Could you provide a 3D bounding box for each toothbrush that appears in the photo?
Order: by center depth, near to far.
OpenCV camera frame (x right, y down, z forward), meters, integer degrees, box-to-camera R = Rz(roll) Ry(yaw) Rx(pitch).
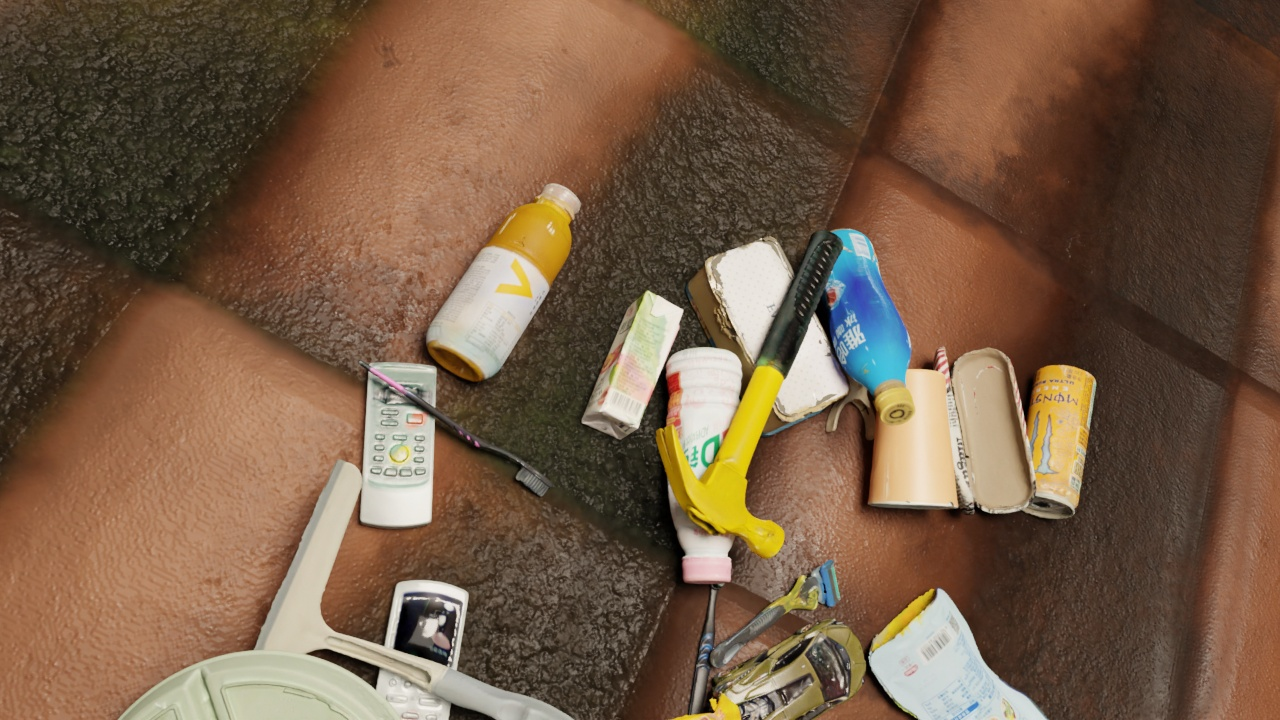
[{"bbox_3d":[-0.151,0.056,0.748,0.189,0.014,0.017,36,74,-15],"label":"toothbrush"},{"bbox_3d":[0.053,0.252,0.763,0.014,0.016,0.189,18,69,-14],"label":"toothbrush"}]

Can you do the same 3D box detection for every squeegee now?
[{"bbox_3d":[-0.152,0.230,0.665,0.246,0.039,0.246,22,83,-4],"label":"squeegee"}]

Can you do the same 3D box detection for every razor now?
[{"bbox_3d":[0.113,0.221,0.787,0.142,0.022,0.043,-26,111,-27],"label":"razor"}]

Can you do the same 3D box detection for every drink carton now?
[{"bbox_3d":[-0.005,0.005,0.805,0.045,0.054,0.122,27,66,-12],"label":"drink carton"}]

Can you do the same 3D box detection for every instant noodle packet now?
[{"bbox_3d":[0.036,0.332,0.701,0.111,0.044,0.128,-16,75,3],"label":"instant noodle packet"}]

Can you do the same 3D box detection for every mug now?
[{"bbox_3d":[0.249,0.073,0.838,0.078,0.078,0.122,7,79,-15],"label":"mug"}]

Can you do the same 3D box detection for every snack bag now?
[{"bbox_3d":[0.289,0.305,0.808,0.110,0.039,0.191,-35,87,-29],"label":"snack bag"}]

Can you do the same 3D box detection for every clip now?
[{"bbox_3d":[0.204,0.024,0.878,0.072,0.035,0.100,10,78,-15],"label":"clip"}]

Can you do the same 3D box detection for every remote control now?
[{"bbox_3d":[-0.170,0.243,0.693,0.058,0.021,0.149,11,70,-14],"label":"remote control"},{"bbox_3d":[-0.195,0.068,0.743,0.056,0.019,0.135,4,71,-16],"label":"remote control"}]

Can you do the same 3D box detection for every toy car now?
[{"bbox_3d":[0.126,0.271,0.767,0.157,0.042,0.070,-23,81,-25],"label":"toy car"}]

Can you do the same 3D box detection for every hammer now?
[{"bbox_3d":[0.110,0.009,0.780,0.128,0.033,0.300,34,64,-13],"label":"hammer"}]

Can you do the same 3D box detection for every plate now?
[{"bbox_3d":[-0.259,0.311,0.609,0.230,0.027,0.230,1,85,-8],"label":"plate"}]

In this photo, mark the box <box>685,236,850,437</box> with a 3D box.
[{"bbox_3d":[0.119,-0.017,0.848,0.089,0.063,0.184,-19,81,-22],"label":"box"}]

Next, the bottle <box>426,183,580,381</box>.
[{"bbox_3d":[-0.111,-0.072,0.788,0.068,0.068,0.189,31,66,-6],"label":"bottle"}]

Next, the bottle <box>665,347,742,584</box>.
[{"bbox_3d":[0.056,0.090,0.788,0.068,0.068,0.196,5,71,-16],"label":"bottle"}]

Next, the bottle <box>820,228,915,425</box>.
[{"bbox_3d":[0.203,-0.032,0.829,0.065,0.065,0.218,8,44,-15],"label":"bottle"}]

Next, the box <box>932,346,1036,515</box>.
[{"bbox_3d":[0.319,0.064,0.873,0.086,0.076,0.162,12,69,-49],"label":"box"}]

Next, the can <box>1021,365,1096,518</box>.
[{"bbox_3d":[0.410,0.079,0.908,0.058,0.058,0.145,24,67,-9],"label":"can"}]
